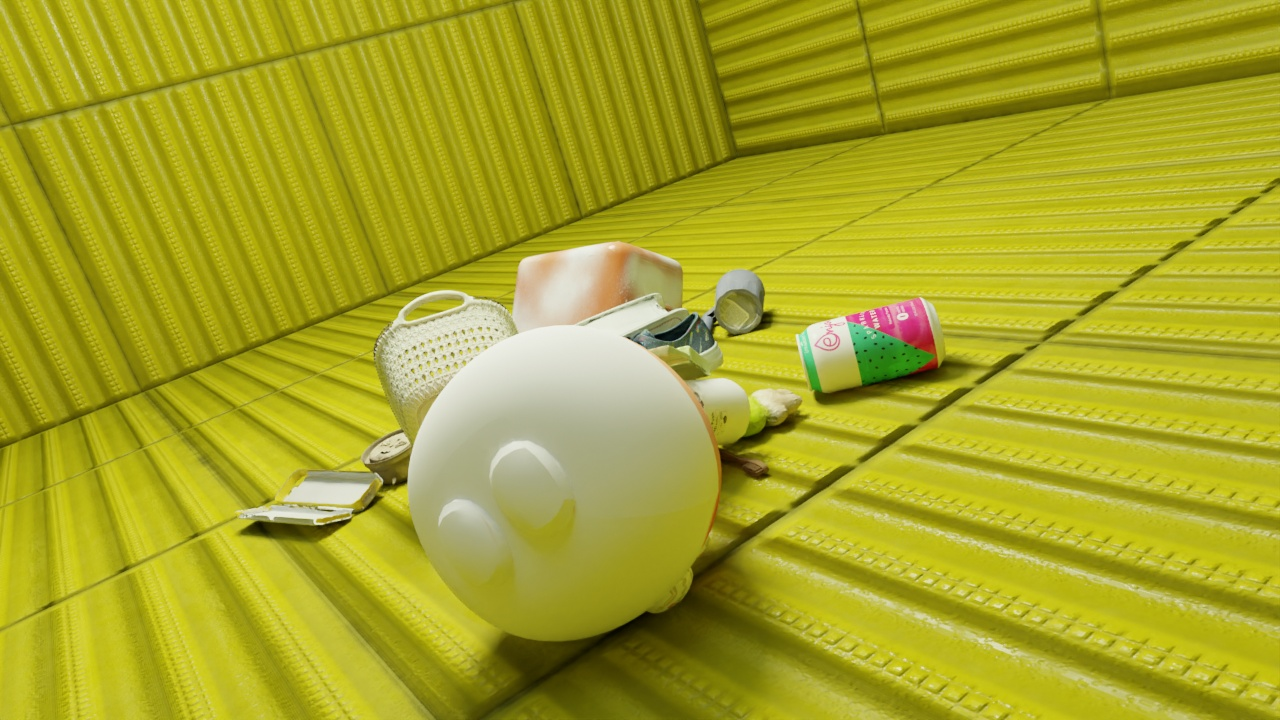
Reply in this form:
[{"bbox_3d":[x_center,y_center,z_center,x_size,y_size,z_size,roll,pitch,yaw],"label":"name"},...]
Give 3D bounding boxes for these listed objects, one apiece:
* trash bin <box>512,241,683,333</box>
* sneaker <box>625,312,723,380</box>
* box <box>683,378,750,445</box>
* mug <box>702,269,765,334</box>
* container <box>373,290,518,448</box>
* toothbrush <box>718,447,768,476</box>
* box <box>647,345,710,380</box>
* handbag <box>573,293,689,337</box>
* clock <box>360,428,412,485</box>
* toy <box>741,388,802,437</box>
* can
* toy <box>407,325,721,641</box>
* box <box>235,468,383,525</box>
[{"bbox_3d":[-0.069,-0.091,1.482,0.260,0.157,0.181,-2,-10,43],"label":"trash bin"},{"bbox_3d":[-0.007,0.007,1.171,0.235,0.079,0.087,-21,17,-13],"label":"sneaker"},{"bbox_3d":[0.042,0.060,0.997,0.095,0.084,0.165,17,10,36],"label":"box"},{"bbox_3d":[0.148,-0.085,1.520,0.124,0.084,0.103,-38,12,19],"label":"mug"},{"bbox_3d":[-0.219,0.051,1.151,0.184,0.252,0.143,-19,45,-11],"label":"container"},{"bbox_3d":[0.090,0.107,1.045,0.016,0.016,0.167,-24,18,-24],"label":"toothbrush"},{"bbox_3d":[-0.030,0.017,1.018,0.187,0.030,0.138,-15,-17,22],"label":"box"},{"bbox_3d":[-0.026,0.004,1.277,0.198,0.142,0.096,-24,34,-24],"label":"handbag"},{"bbox_3d":[-0.340,0.132,1.339,0.093,0.054,0.140,-5,28,36],"label":"clock"},{"bbox_3d":[0.135,0.061,1.102,0.117,0.043,0.092,-17,14,-9],"label":"toy"},{"bbox_3d":[0.280,-0.016,1.122,0.166,0.088,0.088,-14,17,11],"label":"can"},{"bbox_3d":[-0.052,0.104,0.799,0.263,0.265,0.280,-45,-14,22],"label":"toy"},{"bbox_3d":[-0.462,0.196,1.282,0.210,0.045,0.127,-3,22,37],"label":"box"}]
